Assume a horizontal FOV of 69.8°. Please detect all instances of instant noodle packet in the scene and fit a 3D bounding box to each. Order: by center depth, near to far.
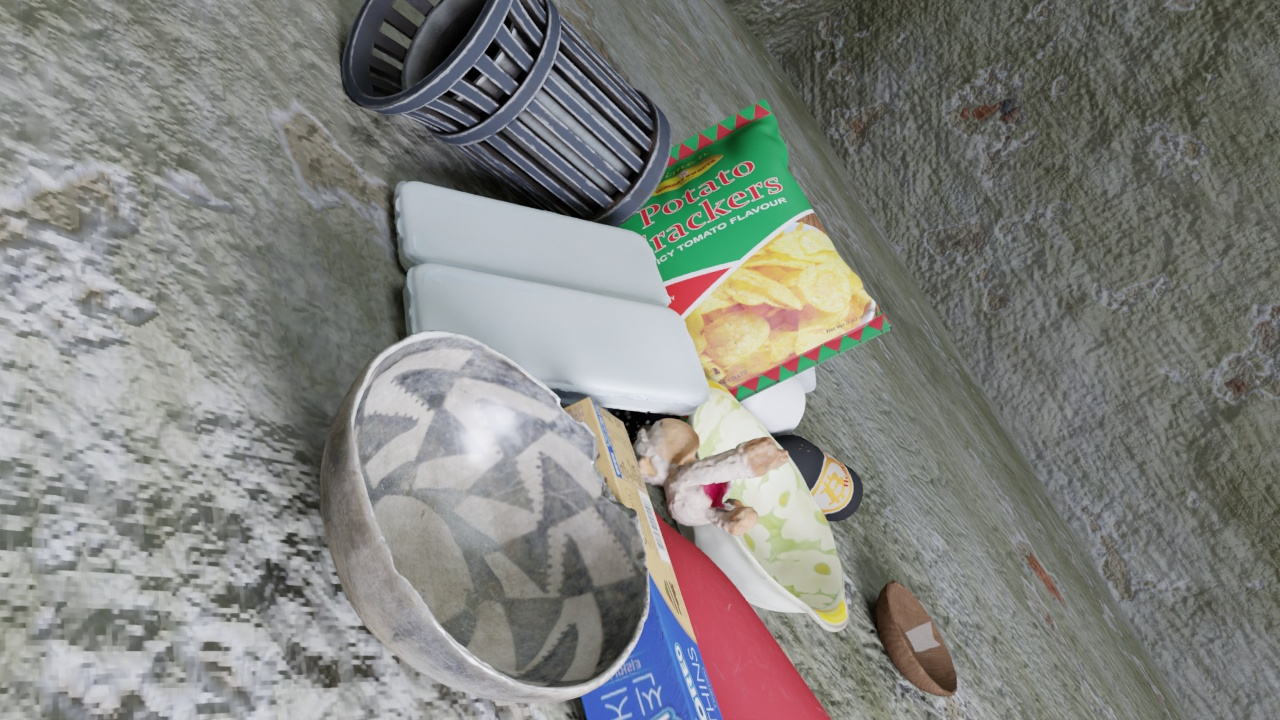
[{"bbox_3d":[0.077,-0.093,0.830,0.252,0.196,0.090,66,8,19],"label":"instant noodle packet"}]

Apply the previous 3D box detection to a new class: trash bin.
[{"bbox_3d":[-0.091,-0.209,0.731,0.227,0.164,0.164,32,31,-48],"label":"trash bin"}]

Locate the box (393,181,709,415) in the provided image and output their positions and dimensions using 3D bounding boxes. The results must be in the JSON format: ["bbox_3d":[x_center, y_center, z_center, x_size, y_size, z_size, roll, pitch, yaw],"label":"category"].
[{"bbox_3d":[-0.062,-0.046,0.627,0.208,0.037,0.188,10,47,-27],"label":"box"}]

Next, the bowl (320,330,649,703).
[{"bbox_3d":[-0.083,0.081,0.428,0.178,0.081,0.178,42,26,-26],"label":"bowl"}]

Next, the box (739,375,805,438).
[{"bbox_3d":[0.114,-0.003,0.872,0.106,0.080,0.150,25,77,-53],"label":"box"}]

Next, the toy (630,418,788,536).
[{"bbox_3d":[0.039,0.070,0.606,0.106,0.074,0.085,16,6,16],"label":"toy"}]

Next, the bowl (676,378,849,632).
[{"bbox_3d":[0.080,0.121,0.720,0.188,0.060,0.219,9,48,-59],"label":"bowl"}]

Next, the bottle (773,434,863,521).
[{"bbox_3d":[0.144,0.102,0.871,0.181,0.059,0.059,31,32,-43],"label":"bottle"}]

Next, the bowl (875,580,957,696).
[{"bbox_3d":[0.262,0.275,0.894,0.118,0.030,0.117,42,25,-26],"label":"bowl"}]

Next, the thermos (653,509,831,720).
[{"bbox_3d":[0.032,0.161,0.550,0.240,0.073,0.073,54,21,21],"label":"thermos"}]

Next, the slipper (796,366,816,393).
[{"bbox_3d":[0.130,-0.080,1.003,0.074,0.112,0.247,-12,91,-23],"label":"slipper"}]

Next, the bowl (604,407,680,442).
[{"bbox_3d":[-0.004,0.004,0.696,0.120,0.066,0.120,48,21,-25],"label":"bowl"}]

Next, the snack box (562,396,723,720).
[{"bbox_3d":[-0.014,0.125,0.506,0.057,0.056,0.206,45,23,-61],"label":"snack box"}]
